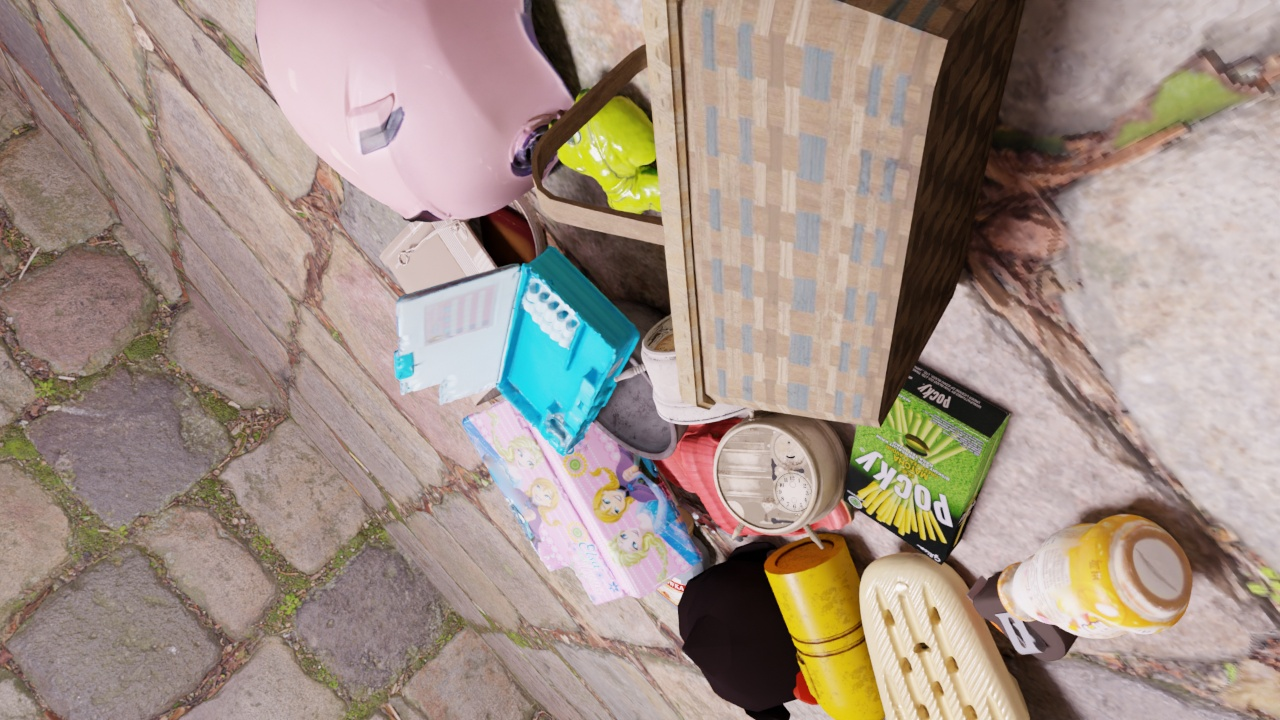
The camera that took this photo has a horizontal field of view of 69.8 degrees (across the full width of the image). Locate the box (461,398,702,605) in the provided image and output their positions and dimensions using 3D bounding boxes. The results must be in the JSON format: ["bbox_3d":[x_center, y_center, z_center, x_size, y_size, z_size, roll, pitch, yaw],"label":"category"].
[{"bbox_3d":[-0.060,0.124,0.867,0.230,0.160,0.062,61,-168,-6],"label":"box"}]

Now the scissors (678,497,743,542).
[{"bbox_3d":[0.051,0.143,0.848,0.118,0.014,0.161,29,176,34],"label":"scissors"}]

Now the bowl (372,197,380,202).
[{"bbox_3d":[-0.233,-0.185,0.856,0.137,0.057,0.137,36,151,23],"label":"bowl"}]

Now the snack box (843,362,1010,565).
[{"bbox_3d":[0.179,0.066,0.593,0.080,0.025,0.148,34,150,29],"label":"snack box"}]

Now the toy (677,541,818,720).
[{"bbox_3d":[0.084,0.250,0.867,0.184,0.140,0.159,154,113,-75],"label":"toy"}]

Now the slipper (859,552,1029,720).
[{"bbox_3d":[0.246,0.256,0.698,0.112,0.079,0.261,-15,99,39],"label":"slipper"}]

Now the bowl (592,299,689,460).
[{"bbox_3d":[-0.004,0.004,0.746,0.145,0.067,0.145,37,152,23],"label":"bowl"}]

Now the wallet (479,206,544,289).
[{"bbox_3d":[-0.114,-0.094,0.846,0.091,0.018,0.116,33,147,30],"label":"wallet"}]

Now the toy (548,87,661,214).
[{"bbox_3d":[-0.013,-0.133,0.602,0.094,0.036,0.094,3,128,27],"label":"toy"}]

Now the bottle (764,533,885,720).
[{"bbox_3d":[0.162,0.232,0.752,0.071,0.070,0.164,-10,104,61],"label":"bottle"}]

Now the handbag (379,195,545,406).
[{"bbox_3d":[-0.140,-0.081,0.829,0.175,0.062,0.199,56,139,8],"label":"handbag"}]

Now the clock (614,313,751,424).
[{"bbox_3d":[0.067,-0.012,0.598,0.157,0.103,0.061,-10,114,32],"label":"clock"}]

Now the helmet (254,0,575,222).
[{"bbox_3d":[-0.167,-0.195,0.648,0.230,0.152,0.256,36,158,18],"label":"helmet"}]

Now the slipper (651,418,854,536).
[{"bbox_3d":[0.071,0.101,0.773,0.249,0.059,0.103,4,131,57],"label":"slipper"}]

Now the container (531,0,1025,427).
[{"bbox_3d":[0.053,-0.100,0.425,0.186,0.157,0.250,22,145,24],"label":"container"}]

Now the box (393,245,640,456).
[{"bbox_3d":[-0.099,-0.006,0.710,0.170,0.085,0.228,15,154,-7],"label":"box"}]

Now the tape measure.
[{"bbox_3d":[0.254,0.169,0.601,0.059,0.038,0.058,48,154,2],"label":"tape measure"}]

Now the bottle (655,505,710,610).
[{"bbox_3d":[0.040,0.210,0.982,0.072,0.046,0.161,35,151,27],"label":"bottle"}]

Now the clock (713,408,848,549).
[{"bbox_3d":[0.094,0.062,0.657,0.093,0.054,0.141,-2,98,34],"label":"clock"}]

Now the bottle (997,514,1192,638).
[{"bbox_3d":[0.251,0.125,0.518,0.063,0.063,0.109,47,153,3],"label":"bottle"}]
